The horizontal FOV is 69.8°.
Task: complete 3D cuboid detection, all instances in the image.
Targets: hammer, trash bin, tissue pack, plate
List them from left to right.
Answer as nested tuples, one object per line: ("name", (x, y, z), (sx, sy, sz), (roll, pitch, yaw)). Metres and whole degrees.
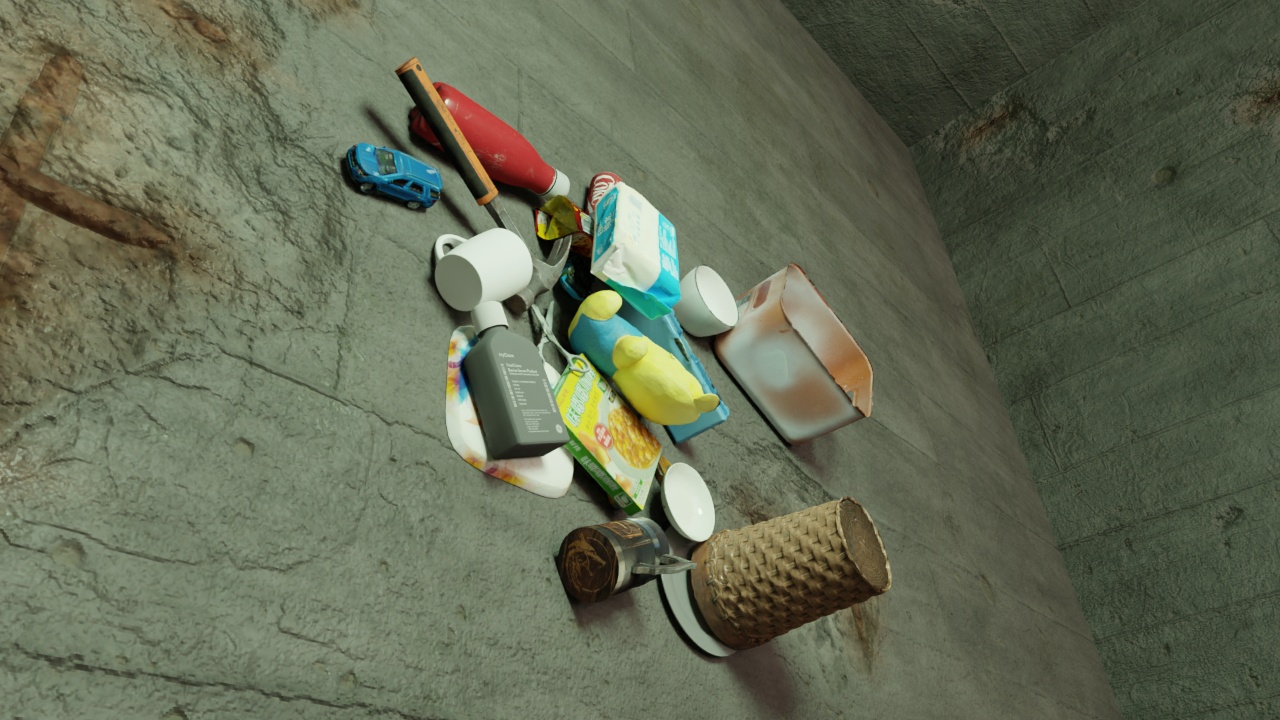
("hammer", (-0.190, -0.223, 1.117), (0.314, 0.035, 0.137), (59, 42, -21))
("plate", (-0.141, 0.055, 1.043), (0.187, 0.016, 0.186), (31, 40, -40))
("tissue pack", (-0.005, -0.150, 1.204), (0.117, 0.066, 0.208), (36, 32, -26))
("plate", (0.055, 0.185, 1.179), (0.104, 0.026, 0.104), (36, 40, -38))
("plate", (0.079, 0.290, 1.173), (0.178, 0.012, 0.178), (36, 37, -35))
("trash bin", (0.189, 0.256, 1.141), (0.151, 0.211, 0.151), (37, 36, -34))
("trash bin", (0.261, -0.003, 1.559), (0.260, 0.158, 0.181), (49, 32, -17))

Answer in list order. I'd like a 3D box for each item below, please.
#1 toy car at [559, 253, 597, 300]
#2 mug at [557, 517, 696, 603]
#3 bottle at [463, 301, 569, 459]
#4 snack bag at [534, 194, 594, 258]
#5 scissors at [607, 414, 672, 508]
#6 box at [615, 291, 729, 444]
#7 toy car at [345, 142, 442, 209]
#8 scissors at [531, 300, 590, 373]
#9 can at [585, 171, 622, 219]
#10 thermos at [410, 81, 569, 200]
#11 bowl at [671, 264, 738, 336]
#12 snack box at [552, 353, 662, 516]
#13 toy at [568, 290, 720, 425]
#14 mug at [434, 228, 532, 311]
("toy car", (-0.088, -0.111, 1.252), (0.048, 0.032, 0.105), (47, 19, -16))
("mug", (-0.012, 0.219, 1.002), (0.107, 0.116, 0.080), (2, 97, -57))
("bottle", (-0.144, 0.019, 1.003), (0.083, 0.046, 0.173), (3, 61, -55))
("snack bag", (-0.045, -0.166, 1.305), (0.207, 0.067, 0.139), (19, 13, -46))
("scissors", (0.011, 0.134, 1.204), (0.229, 0.016, 0.224), (46, 32, -22))
("box", (0.047, -0.010, 1.312), (0.231, 0.094, 0.112), (59, 27, 0))
("toy car", (-0.278, -0.213, 1.044), (0.120, 0.044, 0.056), (12, 54, -51))
("scissors", (-0.123, -0.029, 1.117), (0.141, 0.014, 0.146), (44, 37, 21))
("can", (-0.054, -0.240, 1.394), (0.054, 0.054, 0.096), (40, 36, -31))
("thermos", (-0.186, -0.274, 1.205), (0.239, 0.073, 0.073), (27, 44, -44))
("bowl", (0.100, -0.090, 1.481), (0.116, 0.066, 0.116), (36, 37, -34))
("snack box", (-0.043, 0.088, 1.116), (0.168, 0.027, 0.131), (50, 29, -16))
("toy", (-0.007, 0.007, 1.172), (0.214, 0.084, 0.149), (46, -11, -2))
("mug", (-0.196, -0.111, 1.060), (0.114, 0.081, 0.087), (32, 34, 14))
